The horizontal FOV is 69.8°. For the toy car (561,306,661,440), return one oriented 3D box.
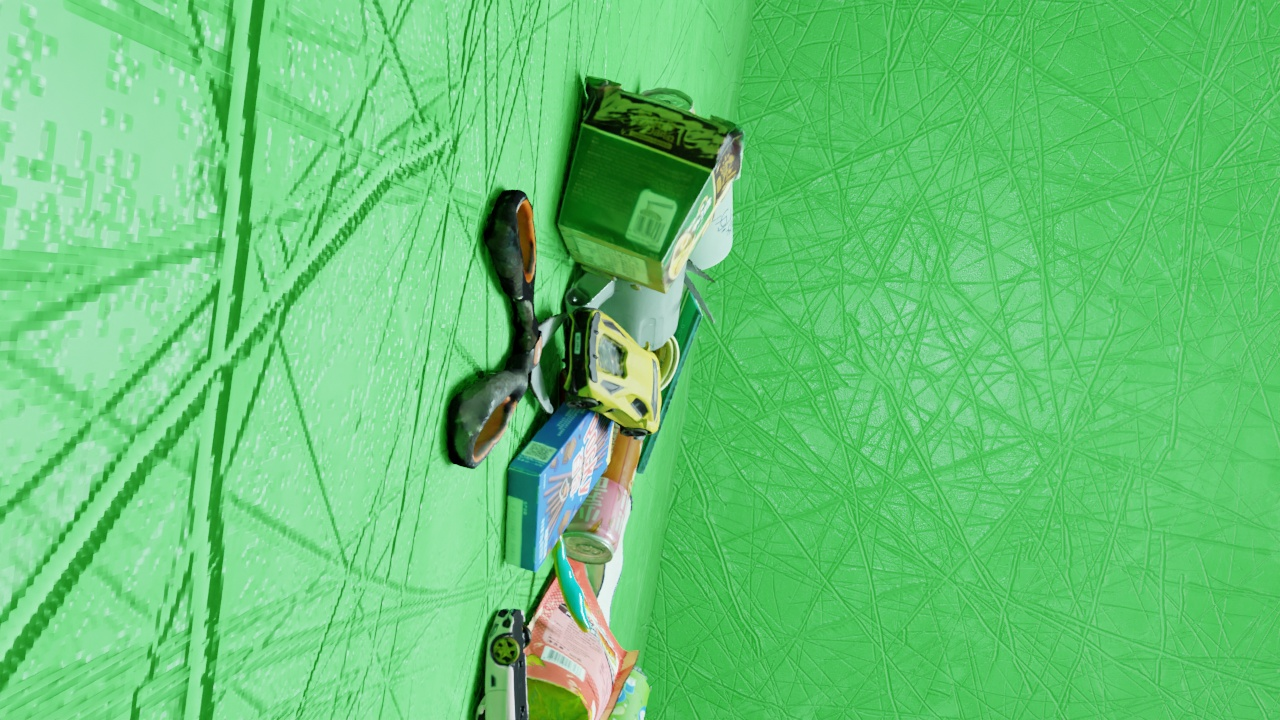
[{"bbox_3d":[-0.014,0.012,0.682,0.156,0.041,0.071,40,48,-59],"label":"toy car"}]

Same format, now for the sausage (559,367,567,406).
[{"bbox_3d":[-0.058,0.059,0.765,0.156,0.020,0.020,93,10,-45],"label":"sausage"}]

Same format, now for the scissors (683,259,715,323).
[{"bbox_3d":[0.018,-0.102,0.805,0.159,0.014,0.172,160,-91,-74],"label":"scissors"}]

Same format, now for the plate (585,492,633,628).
[{"bbox_3d":[-0.049,0.227,1.005,0.205,0.045,0.205,12,88,-85],"label":"plate"}]

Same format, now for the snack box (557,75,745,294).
[{"bbox_3d":[0.001,-0.116,0.653,0.117,0.118,0.105,73,38,-77],"label":"snack box"}]

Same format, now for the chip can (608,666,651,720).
[{"bbox_3d":[-0.045,0.399,0.856,0.235,0.072,0.072,-73,170,-51],"label":"chip can"}]

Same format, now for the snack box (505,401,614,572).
[{"bbox_3d":[-0.056,0.077,0.687,0.156,0.026,0.085,-53,154,-58],"label":"snack box"}]

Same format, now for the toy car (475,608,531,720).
[{"bbox_3d":[-0.095,0.236,0.641,0.056,0.037,0.122,70,18,-83],"label":"toy car"}]

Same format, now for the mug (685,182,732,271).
[{"bbox_3d":[0.051,-0.157,0.852,0.111,0.082,0.106,-52,151,-34],"label":"mug"}]

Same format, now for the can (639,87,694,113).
[{"bbox_3d":[0.019,-0.188,0.902,0.058,0.058,0.146,-74,171,-45],"label":"can"}]

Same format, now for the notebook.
[{"bbox_3d":[0.017,-0.003,0.990,0.150,0.012,0.210,-106,-151,-53],"label":"notebook"}]

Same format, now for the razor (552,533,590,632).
[{"bbox_3d":[-0.059,0.162,0.768,0.043,0.028,0.132,0,82,-86],"label":"razor"}]

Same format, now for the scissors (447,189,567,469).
[{"bbox_3d":[-0.068,-0.014,0.548,0.220,0.022,0.224,-71,168,-55],"label":"scissors"}]

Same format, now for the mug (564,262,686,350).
[{"bbox_3d":[-0.017,-0.053,0.755,0.123,0.084,0.104,-46,159,-26],"label":"mug"}]

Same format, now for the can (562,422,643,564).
[{"bbox_3d":[-0.037,0.117,0.875,0.058,0.058,0.147,92,10,-52],"label":"can"}]

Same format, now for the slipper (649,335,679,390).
[{"bbox_3d":[-0.005,0.005,0.880,0.190,0.082,0.091,-32,129,-78],"label":"slipper"}]

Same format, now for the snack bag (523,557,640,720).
[{"bbox_3d":[-0.057,0.257,0.797,0.128,0.073,0.207,59,14,-6],"label":"snack bag"}]
